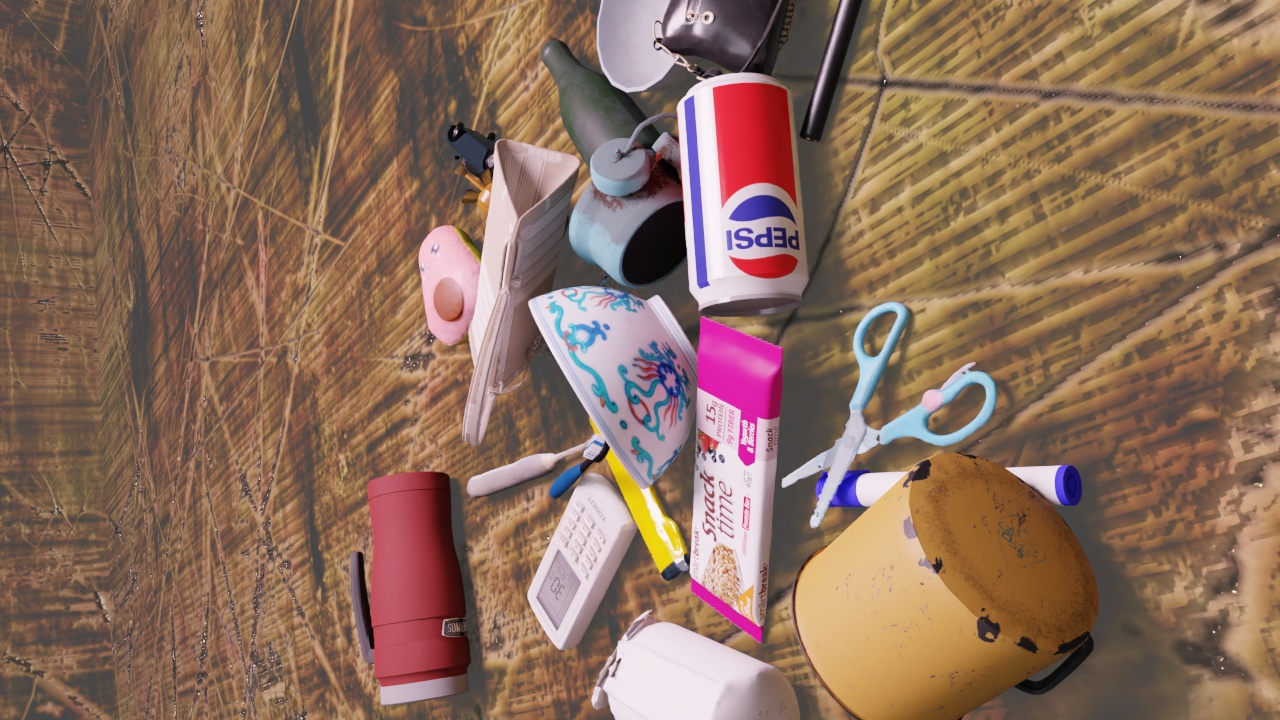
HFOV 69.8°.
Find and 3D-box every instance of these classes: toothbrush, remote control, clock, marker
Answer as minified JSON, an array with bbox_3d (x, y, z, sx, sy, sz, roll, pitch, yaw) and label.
[{"bbox_3d":[-0.090,0.088,0.759,0.186,0.024,0.022,-26,108,46],"label":"toothbrush"},{"bbox_3d":[-0.045,0.154,0.699,0.060,0.025,0.139,48,123,40],"label":"remote control"},{"bbox_3d":[-0.048,0.081,0.668,0.014,0.014,0.168,-66,8,-24],"label":"toothbrush"},{"bbox_3d":[0.003,-0.103,0.602,0.053,0.089,0.124,45,137,28],"label":"clock"},{"bbox_3d":[0.152,0.065,0.472,0.142,0.020,0.020,-11,80,49],"label":"marker"}]

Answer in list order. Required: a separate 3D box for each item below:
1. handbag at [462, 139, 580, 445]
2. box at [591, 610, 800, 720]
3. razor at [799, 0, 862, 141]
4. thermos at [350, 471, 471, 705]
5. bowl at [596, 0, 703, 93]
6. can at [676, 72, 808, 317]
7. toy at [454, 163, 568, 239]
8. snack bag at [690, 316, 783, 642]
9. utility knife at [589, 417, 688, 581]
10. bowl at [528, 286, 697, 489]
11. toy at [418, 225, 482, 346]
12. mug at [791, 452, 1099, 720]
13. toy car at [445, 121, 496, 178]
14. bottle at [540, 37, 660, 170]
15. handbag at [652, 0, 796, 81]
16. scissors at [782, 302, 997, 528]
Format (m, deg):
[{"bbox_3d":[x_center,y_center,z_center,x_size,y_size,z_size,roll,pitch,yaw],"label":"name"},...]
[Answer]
[{"bbox_3d":[-0.099,-0.026,0.641,0.197,0.062,0.176,-84,8,-49],"label":"handbag"},{"bbox_3d":[0.022,0.204,0.571,0.143,0.089,0.080,6,74,52],"label":"box"},{"bbox_3d":[0.116,-0.199,0.528,0.042,0.022,0.144,-74,-7,-75],"label":"razor"},{"bbox_3d":[-0.217,0.210,0.848,0.108,0.084,0.198,-12,74,14],"label":"thermos"},{"bbox_3d":[0.017,-0.234,0.630,0.106,0.039,0.106,-3,86,50],"label":"bowl"},{"bbox_3d":[0.061,-0.096,0.548,0.070,0.070,0.132,-12,80,49],"label":"can"},{"bbox_3d":[-0.108,-0.121,0.741,0.076,0.100,0.062,-51,1,-8],"label":"toy"},{"bbox_3d":[0.055,0.075,0.560,0.070,0.016,0.197,28,124,49],"label":"snack bag"},{"bbox_3d":[-0.017,0.060,0.675,0.031,0.019,0.223,-44,59,26],"label":"utility knife"},{"bbox_3d":[-0.004,0.003,0.601,0.074,0.144,0.144,-31,57,0],"label":"bowl"},{"bbox_3d":[-0.170,-0.072,0.838,0.090,0.051,0.110,-50,52,35],"label":"toy"},{"bbox_3d":[0.146,0.110,0.416,0.094,0.123,0.100,-58,3,42],"label":"mug"},{"bbox_3d":[-0.132,-0.175,0.801,0.112,0.046,0.034,43,115,40],"label":"toy car"},{"bbox_3d":[-0.035,-0.188,0.680,0.055,0.055,0.174,-56,48,32],"label":"bottle"},{"bbox_3d":[0.054,-0.231,0.548,0.079,0.054,0.128,15,94,14],"label":"handbag"},{"bbox_3d":[0.120,0.024,0.501,0.141,0.015,0.111,-34,55,30],"label":"scissors"}]
